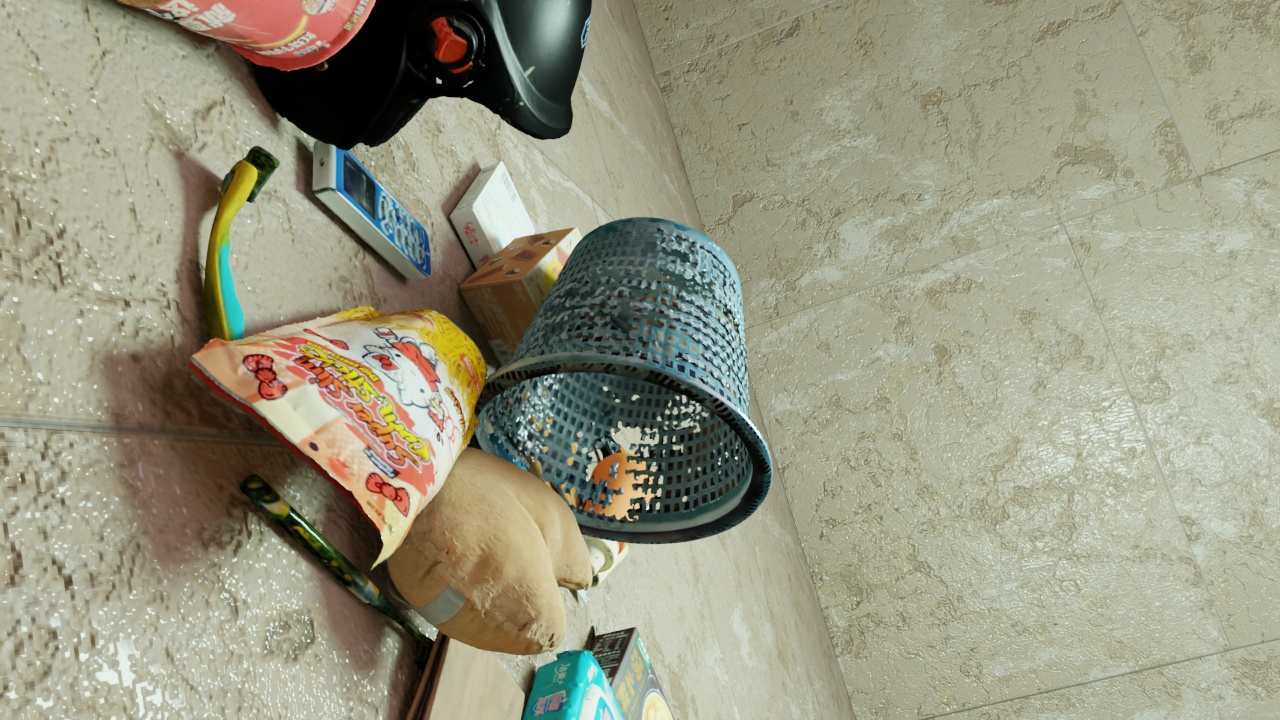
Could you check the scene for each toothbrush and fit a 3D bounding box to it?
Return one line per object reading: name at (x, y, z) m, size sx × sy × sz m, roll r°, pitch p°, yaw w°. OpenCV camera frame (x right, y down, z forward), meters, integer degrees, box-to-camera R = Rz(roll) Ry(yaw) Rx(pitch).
toothbrush at (-0.159, 0.125, 0.507) m, size 0.017 × 0.012 × 0.186 m, roll -79°, pitch 150°, yaw -44°

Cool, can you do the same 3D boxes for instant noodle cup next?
instant noodle cup at (-0.224, -0.232, 0.489) m, size 0.108 × 0.138 × 0.138 m, roll -24°, pitch 96°, yaw -68°

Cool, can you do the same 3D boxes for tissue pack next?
tissue pack at (-0.048, 0.284, 0.658) m, size 0.133 × 0.050 × 0.093 m, roll -73°, pitch 143°, yaw -68°

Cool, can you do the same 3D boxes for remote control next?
remote control at (-0.192, -0.104, 0.661) m, size 0.125 × 0.024 × 0.049 m, roll 54°, pitch 22°, yaw -57°

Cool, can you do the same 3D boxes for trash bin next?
trash bin at (-0.004, 0.004, 0.719) m, size 0.227 × 0.227 × 0.194 m, roll 60°, pitch 31°, yaw -41°

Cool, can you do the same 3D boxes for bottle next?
bottle at (-0.029, 0.146, 0.844) m, size 0.067 × 0.067 × 0.149 m, roll 66°, pitch 25°, yaw -21°

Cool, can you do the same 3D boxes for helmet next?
helmet at (-0.146, -0.276, 0.641) m, size 0.274 × 0.231 × 0.233 m, roll 25°, pitch 31°, yaw -16°

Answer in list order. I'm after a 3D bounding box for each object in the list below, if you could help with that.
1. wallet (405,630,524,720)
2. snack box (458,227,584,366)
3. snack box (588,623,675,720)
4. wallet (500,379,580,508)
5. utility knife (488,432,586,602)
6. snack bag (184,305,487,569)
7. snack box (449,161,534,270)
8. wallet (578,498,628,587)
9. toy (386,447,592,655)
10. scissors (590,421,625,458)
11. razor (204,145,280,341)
wallet at (-0.104, 0.224, 0.550) m, size 0.115 × 0.020 × 0.101 m, roll -81°, pitch 152°, yaw -49°
snack box at (-0.090, -0.055, 0.827) m, size 0.094 × 0.077 × 0.093 m, roll -51°, pitch 126°, yaw -43°
snack box at (-0.014, 0.303, 0.794) m, size 0.125 × 0.053 × 0.113 m, roll -50°, pitch 121°, yaw -69°
wallet at (-0.087, 0.074, 0.840) m, size 0.107 × 0.031 × 0.132 m, roll -86°, pitch 154°, yaw -68°
utility knife at (-0.085, 0.138, 0.785) m, size 0.034 × 0.018 × 0.203 m, roll -84°, pitch 153°, yaw -54°
snack bag at (-0.148, 0.023, 0.509) m, size 0.128 × 0.073 × 0.207 m, roll 50°, pitch 10°, yaw -6°
snack box at (-0.143, -0.135, 0.909) m, size 0.156 × 0.027 × 0.085 m, roll -84°, pitch 153°, yaw -62°
wallet at (-0.043, 0.167, 0.911) m, size 0.087 × 0.024 × 0.115 m, roll 69°, pitch 15°, yaw 2°
toy at (-0.093, 0.111, 0.611) m, size 0.143 × 0.082 × 0.225 m, roll 48°, pitch 9°, yaw 0°
scissors at (-0.045, 0.083, 1.045) m, size 0.161 × 0.022 × 0.234 m, roll -20°, pitch 87°, yaw -84°
razor at (-0.214, -0.051, 0.484) m, size 0.028 × 0.043 × 0.132 m, roll 18°, pitch 54°, yaw -41°
